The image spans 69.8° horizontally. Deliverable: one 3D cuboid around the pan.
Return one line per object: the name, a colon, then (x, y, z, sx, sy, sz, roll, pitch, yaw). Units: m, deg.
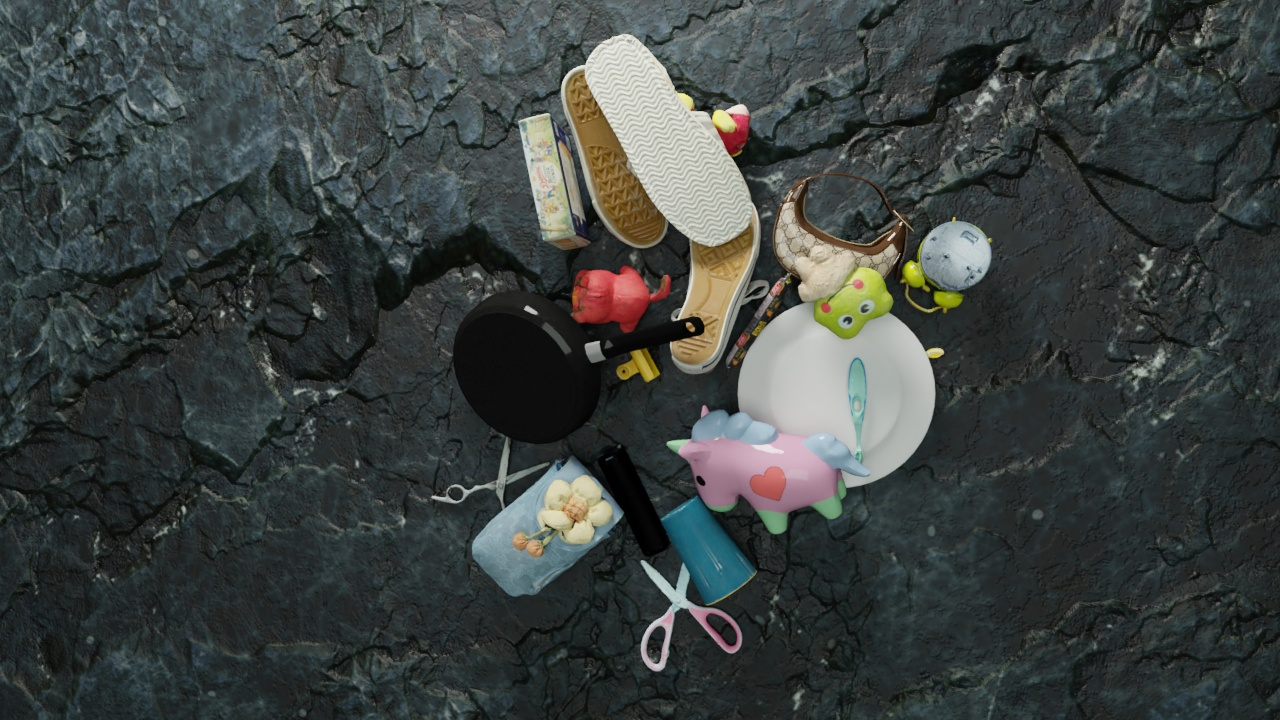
pan: (-0.085, -0.001, 1.119, 0.357, 0.044, 0.204, -13, 107, 31)

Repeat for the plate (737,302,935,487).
plate: (0.243, 0.043, 1.148, 0.243, 0.016, 0.242, 2, 98, 11)

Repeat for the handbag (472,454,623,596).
handbag: (-0.122, 0.217, 1.171, 0.192, 0.118, 0.122, -38, 95, 3)

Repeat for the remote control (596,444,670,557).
remote control: (-0.009, 0.185, 1.202, 0.041, 0.020, 0.152, -26, 91, 10)

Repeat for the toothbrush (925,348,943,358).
toothbrush: (0.310, 0.002, 1.145, 0.135, 0.016, 0.021, -11, 97, 8)

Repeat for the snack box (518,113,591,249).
snack box: (-0.103, -0.214, 1.126, 0.042, 0.144, 0.145, -11, 92, 5)

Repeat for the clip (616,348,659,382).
clip: (-0.007, 0.007, 1.186, 0.048, 0.045, 0.054, -28, 91, -16)

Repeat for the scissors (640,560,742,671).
scissors: (0.047, 0.339, 1.208, 0.170, 0.014, 0.169, 45, 98, 3)

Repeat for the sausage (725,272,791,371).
sausage: (0.146, -0.046, 1.142, 0.020, 0.020, 0.156, 34, 118, 5)

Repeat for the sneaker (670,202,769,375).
sneaker: (0.096, -0.088, 1.137, 0.118, 0.088, 0.240, 11, 74, 19)

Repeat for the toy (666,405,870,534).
toy: (0.156, 0.124, 1.124, 0.223, 0.119, 0.171, -21, 106, 28)

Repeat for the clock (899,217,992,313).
clock: (0.368, -0.114, 1.109, 0.083, 0.057, 0.119, 35, 97, 4)

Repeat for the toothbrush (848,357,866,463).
toothbrush: (0.267, 0.064, 1.127, 0.022, 0.017, 0.135, 0, 98, 18)

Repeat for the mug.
mug: (0.082, 0.238, 1.169, 0.078, 0.078, 0.121, -34, 84, 9)

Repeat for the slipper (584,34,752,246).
slipper: (0.034, -0.258, 1.086, 0.114, 0.054, 0.272, -36, 98, 8)

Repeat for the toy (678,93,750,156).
toy: (0.066, -0.278, 1.140, 0.137, 0.067, 0.105, 6, 92, 15)

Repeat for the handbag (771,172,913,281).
handbag: (0.246, -0.154, 1.115, 0.166, 0.063, 0.138, 23, 107, 3)

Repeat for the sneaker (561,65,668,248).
sneaker: (-0.037, -0.252, 1.151, 0.087, 0.079, 0.235, -24, 108, 1)

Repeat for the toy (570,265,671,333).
toy: (-0.027, -0.077, 1.150, 0.133, 0.094, 0.088, -5, 91, 8)

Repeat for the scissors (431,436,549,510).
scissors: (-0.201, 0.169, 1.232, 0.175, 0.014, 0.141, -10, 95, 10)

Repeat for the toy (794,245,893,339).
toy: (0.234, -0.085, 1.081, 0.092, 0.043, 0.118, -39, 100, 23)
